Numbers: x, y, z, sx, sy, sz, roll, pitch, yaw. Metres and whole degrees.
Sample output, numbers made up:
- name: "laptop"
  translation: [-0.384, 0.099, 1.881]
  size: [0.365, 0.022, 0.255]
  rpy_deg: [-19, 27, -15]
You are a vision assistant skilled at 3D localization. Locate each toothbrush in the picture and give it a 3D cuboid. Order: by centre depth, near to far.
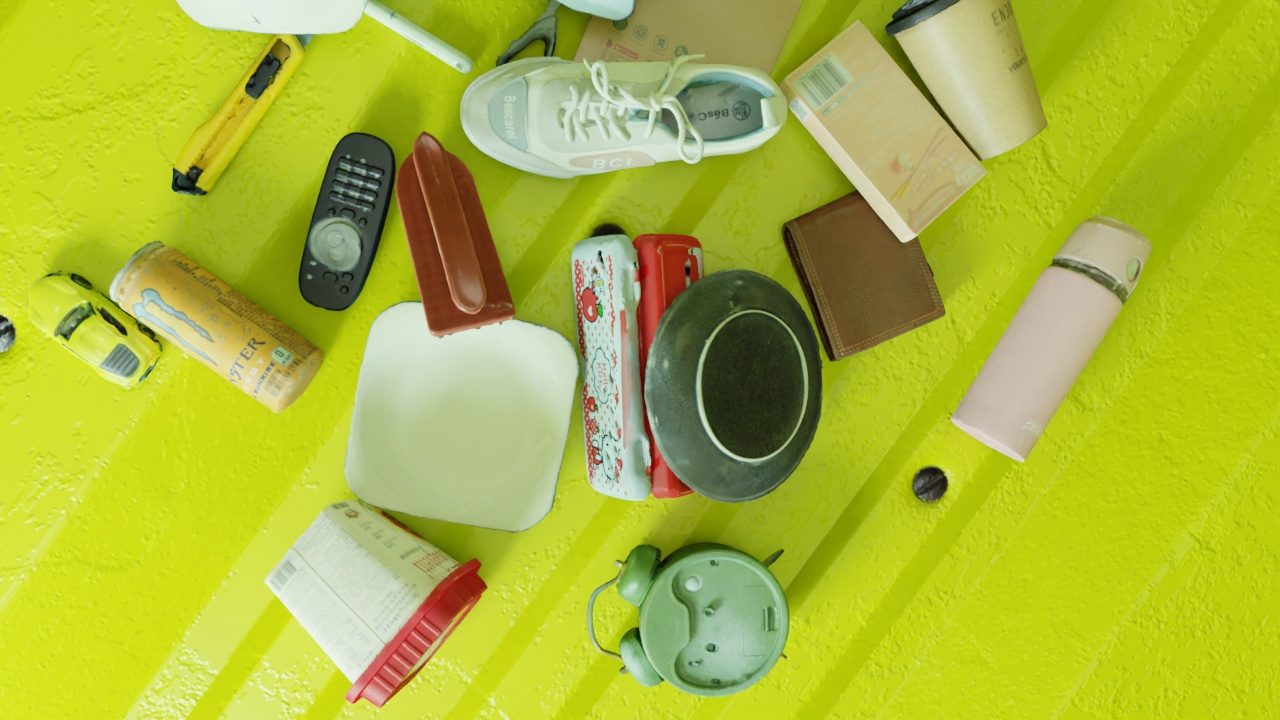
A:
- name: "toothbrush"
  translation: [-0.211, -0.269, 0.691]
  size: [0.189, 0.029, 0.020]
  rpy_deg: [29, 50, -7]

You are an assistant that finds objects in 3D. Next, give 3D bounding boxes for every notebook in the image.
- name: "notebook"
  translation: [0.051, -0.287, 0.716]
  size: [0.148, 0.008, 0.207]
  rpy_deg: [23, 92, -6]

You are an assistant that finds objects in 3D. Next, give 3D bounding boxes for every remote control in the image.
- name: "remote control"
  translation: [-0.222, -0.105, 0.699]
  size: [0.053, 0.024, 0.136]
  rpy_deg: [17, 94, -7]

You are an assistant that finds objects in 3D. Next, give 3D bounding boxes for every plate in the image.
- name: "plate"
  translation: [-0.272, -0.306, 0.623]
  size: [0.164, 0.034, 0.164]
  rpy_deg: [5, 119, 12]
- name: "plate"
  translation: [0.081, 0.019, 0.691]
  size: [0.179, 0.024, 0.179]
  rpy_deg: [0, 91, -34]
- name: "plate"
  translation: [-0.137, 0.042, 0.712]
  size: [0.163, 0.034, 0.164]
  rpy_deg: [12, 93, -6]

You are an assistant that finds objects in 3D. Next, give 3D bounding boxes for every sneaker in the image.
- name: "sneaker"
  translation: [-0.011, -0.176, 0.668]
  size: [0.242, 0.090, 0.089]
  rpy_deg: [-3, 108, -3]

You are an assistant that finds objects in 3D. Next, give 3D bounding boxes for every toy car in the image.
- name: "toy car"
  translation: [-0.412, -0.024, 0.686]
  size: [0.105, 0.032, 0.048]
  rpy_deg: [40, 91, -5]

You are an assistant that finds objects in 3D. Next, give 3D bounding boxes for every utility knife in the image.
- name: "utility knife"
  translation: [-0.281, -0.212, 0.682]
  size: [0.033, 0.015, 0.223]
  rpy_deg: [37, 96, -9]

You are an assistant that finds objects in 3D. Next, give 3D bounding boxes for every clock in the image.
- name: "clock"
  translation: [0.038, 0.201, 0.727]
  size: [0.161, 0.056, 0.116]
  rpy_deg: [-2, 94, -5]

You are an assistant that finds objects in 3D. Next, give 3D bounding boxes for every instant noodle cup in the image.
- name: "instant noodle cup"
  translation: [-0.197, 0.171, 0.683]
  size: [0.124, 0.116, 0.116]
  rpy_deg: [40, 90, 5]

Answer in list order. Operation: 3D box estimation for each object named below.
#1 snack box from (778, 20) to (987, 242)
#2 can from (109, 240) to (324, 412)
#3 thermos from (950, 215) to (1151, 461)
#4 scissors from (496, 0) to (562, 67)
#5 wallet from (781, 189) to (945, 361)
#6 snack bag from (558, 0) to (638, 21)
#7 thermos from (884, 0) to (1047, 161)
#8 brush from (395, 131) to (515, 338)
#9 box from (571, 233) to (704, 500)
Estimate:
- name: "snack box"
  translation: [0.187, -0.178, 0.711]
  size: [0.084, 0.026, 0.157]
  rpy_deg: [-40, 91, -12]
- name: "can"
  translation: [-0.311, -0.024, 0.681]
  size: [0.146, 0.058, 0.058]
  rpy_deg: [36, 90, -6]
- name: "thermos"
  translation: [0.334, -0.015, 0.736]
  size: [0.087, 0.067, 0.198]
  rpy_deg: [33, 89, -38]
- name: "scissors"
  translation: [-0.058, -0.282, 0.700]
  size: [0.181, 0.014, 0.159]
  rpy_deg: [13, 92, -1]
- name: "wallet"
  translation: [0.178, -0.072, 0.733]
  size: [0.101, 0.032, 0.124]
  rpy_deg: [-23, 96, -6]
- name: "snack bag"
  translation: [-0.086, -0.321, 0.675]
  size: [0.191, 0.039, 0.110]
  rpy_deg: [14, 92, -1]
- name: "thermos"
  translation: [0.253, -0.230, 0.700]
  size: [0.093, 0.093, 0.143]
  rpy_deg: [-32, 103, -2]
- name: "brush"
  translation: [-0.139, -0.093, 0.668]
  size: [0.063, 0.069, 0.145]
  rpy_deg: [-14, 77, -14]
- name: "box"
  translation: [-0.007, 0.004, 0.711]
  size: [0.101, 0.095, 0.201]
  rpy_deg: [-1, 95, 34]
